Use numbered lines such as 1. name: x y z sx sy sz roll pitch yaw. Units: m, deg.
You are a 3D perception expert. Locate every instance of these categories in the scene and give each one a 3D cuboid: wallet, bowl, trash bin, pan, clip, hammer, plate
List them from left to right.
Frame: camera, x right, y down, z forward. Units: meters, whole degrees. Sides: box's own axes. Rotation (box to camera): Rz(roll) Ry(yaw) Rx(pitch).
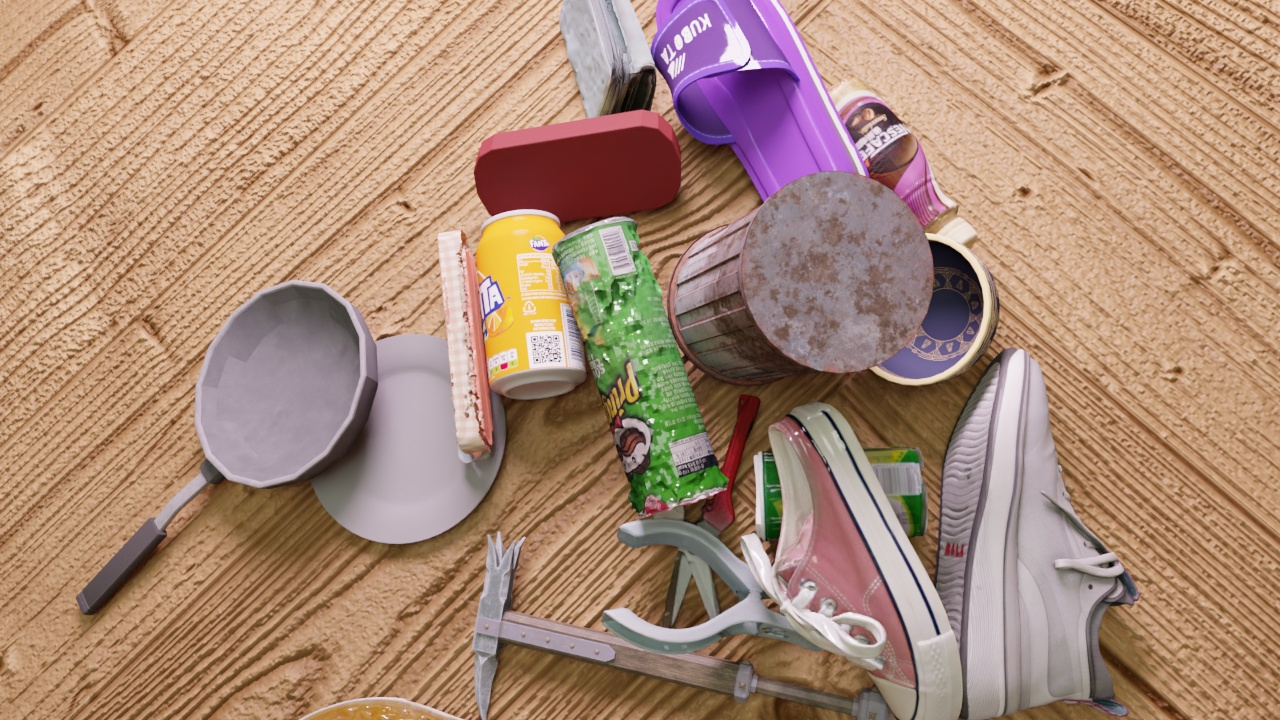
1. pan: -0.356 0.086 0.784 0.357 0.041 0.178 -46 63 4
2. plate: -0.199 0.065 0.779 0.178 0.012 0.178 -2 76 10
3. wallet: -0.031 -0.271 0.788 0.054 0.101 0.131 -16 75 -21
4. hammer: 0.024 0.233 0.687 0.317 0.028 0.147 9 88 13
5. clip: 0.057 0.149 0.688 0.171 0.029 0.141 6 52 -8
6. trash bin: 0.100 -0.048 0.649 0.130 0.211 0.131 0 88 -10
7. bowl: 0.221 -0.036 0.697 0.113 0.061 0.112 -3 86 42

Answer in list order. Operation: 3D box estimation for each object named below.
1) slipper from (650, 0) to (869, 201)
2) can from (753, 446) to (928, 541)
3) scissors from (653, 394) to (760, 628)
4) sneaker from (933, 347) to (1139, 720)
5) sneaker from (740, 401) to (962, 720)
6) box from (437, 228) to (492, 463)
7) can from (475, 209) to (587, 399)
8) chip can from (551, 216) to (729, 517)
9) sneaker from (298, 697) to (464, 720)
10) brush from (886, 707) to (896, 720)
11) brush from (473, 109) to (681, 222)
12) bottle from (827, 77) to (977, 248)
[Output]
1. slipper: 0.076 -0.213 0.736 0.108 0.083 0.266 -42 71 45
2. can: 0.146 0.099 0.681 0.121 0.067 0.067 -3 76 9
3. scissors: 0.041 0.105 0.726 0.179 0.015 0.193 43 87 15
4. sneaker: 0.283 0.121 0.645 0.129 0.097 0.262 8 77 0
5. sneaker: 0.132 0.150 0.607 0.087 0.118 0.241 -25 95 -11
6. box: -0.143 -0.012 0.744 0.043 0.083 0.186 -7 73 -3
7. can: -0.090 -0.044 0.750 0.079 0.079 0.142 -10 75 7
8. chip can: -0.003 0.003 0.697 0.075 0.075 0.223 -20 81 5
9. sneaker: -0.161 0.319 0.690 0.236 0.087 0.079 4 112 14
10. brush: 0.142 0.305 0.659 0.050 0.015 0.135 40 86 17
11. brush: -0.052 -0.165 0.775 0.173 0.082 0.041 -7 45 8
12. bottle: 0.203 -0.150 0.733 0.059 0.059 0.166 -35 74 0
